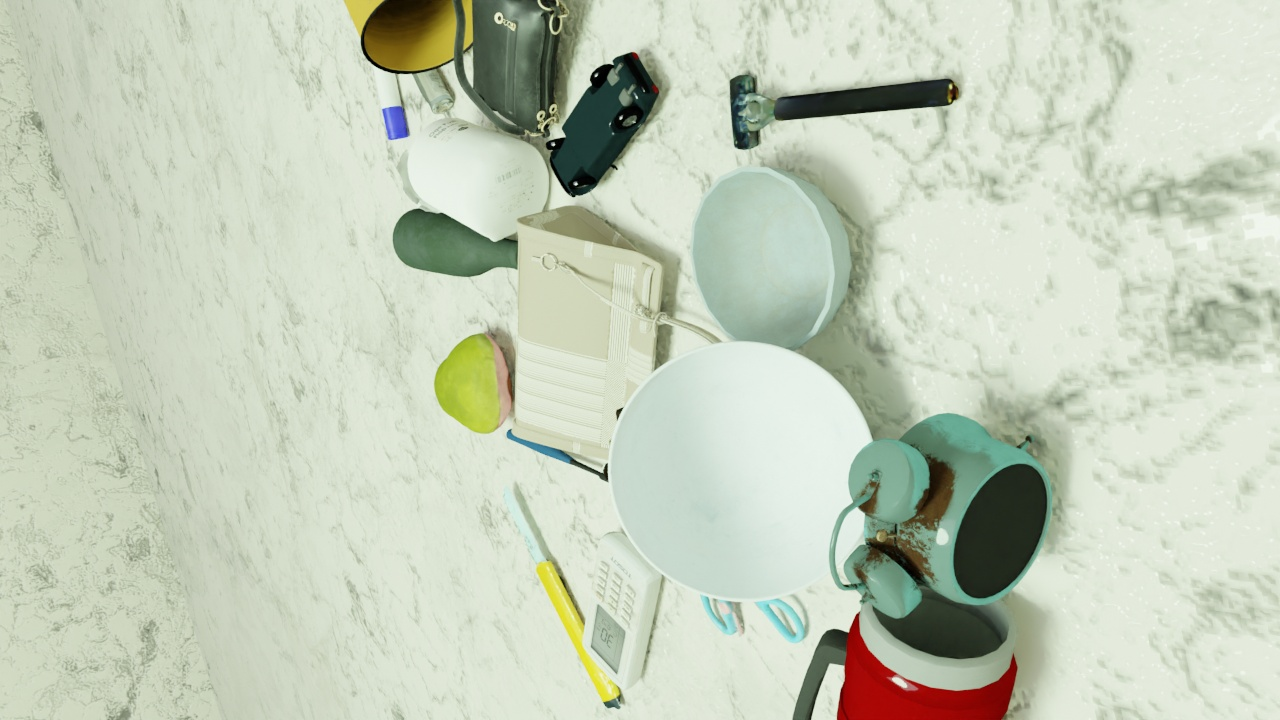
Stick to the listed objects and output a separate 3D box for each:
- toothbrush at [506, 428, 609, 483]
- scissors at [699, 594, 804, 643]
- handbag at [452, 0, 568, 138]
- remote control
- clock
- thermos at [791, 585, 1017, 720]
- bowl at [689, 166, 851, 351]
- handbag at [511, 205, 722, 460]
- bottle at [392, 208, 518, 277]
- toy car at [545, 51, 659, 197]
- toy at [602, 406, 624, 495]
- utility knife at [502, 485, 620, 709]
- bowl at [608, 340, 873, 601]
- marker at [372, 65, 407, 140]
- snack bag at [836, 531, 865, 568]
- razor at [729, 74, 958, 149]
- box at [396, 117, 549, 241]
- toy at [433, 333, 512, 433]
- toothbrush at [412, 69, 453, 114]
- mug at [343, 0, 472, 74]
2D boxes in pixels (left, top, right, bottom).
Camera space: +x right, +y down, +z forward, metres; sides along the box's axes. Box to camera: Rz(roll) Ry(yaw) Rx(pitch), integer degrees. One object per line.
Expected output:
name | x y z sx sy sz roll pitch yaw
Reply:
toothbrush | -0.067 0.079 0.774 0.168 0.014 0.014 15 82 49
scissors | 0.066 0.146 0.621 0.111 0.015 0.141 16 136 42
handbag | -0.087 -0.215 0.643 0.079 0.054 0.129 41 145 25
remote control | -0.016 0.206 0.755 0.060 0.025 0.139 36 130 37
clock | 0.140 0.075 0.434 0.053 0.124 0.090 23 122 55
thermos | 0.139 0.214 0.515 0.108 0.083 0.199 13 118 23
bowl | 0.079 -0.059 0.523 0.106 0.039 0.106 23 121 44
handbag | -0.004 0.004 0.651 0.198 0.062 0.176 25 123 33
bottle | -0.143 -0.095 0.768 0.174 0.055 0.055 15 115 46
toy car | -0.026 -0.156 0.616 0.112 0.034 0.046 -43 71 48
toy | 0.005 0.065 0.581 0.063 0.099 0.076 -35 93 34
utility knife | -0.075 0.214 0.837 0.031 0.019 0.223 -40 77 44
bowl | 0.059 0.056 0.528 0.144 0.074 0.144 1 98 8
marker | -0.237 -0.275 0.839 0.020 0.020 0.141 4 107 50
snack bag | 0.101 0.098 0.577 0.197 0.016 0.070 -13 98 52
razor | 0.098 -0.135 0.484 0.144 0.022 0.043 10 113 48
box | -0.137 -0.144 0.725 0.143 0.080 0.089 32 146 41
toy | -0.154 0.020 0.829 0.110 0.051 0.090 1 103 53
toothbrush | -0.209 -0.294 0.797 0.024 0.022 0.185 -42 70 47
mug | -0.170 -0.295 0.697 0.124 0.100 0.094 -28 77 10
